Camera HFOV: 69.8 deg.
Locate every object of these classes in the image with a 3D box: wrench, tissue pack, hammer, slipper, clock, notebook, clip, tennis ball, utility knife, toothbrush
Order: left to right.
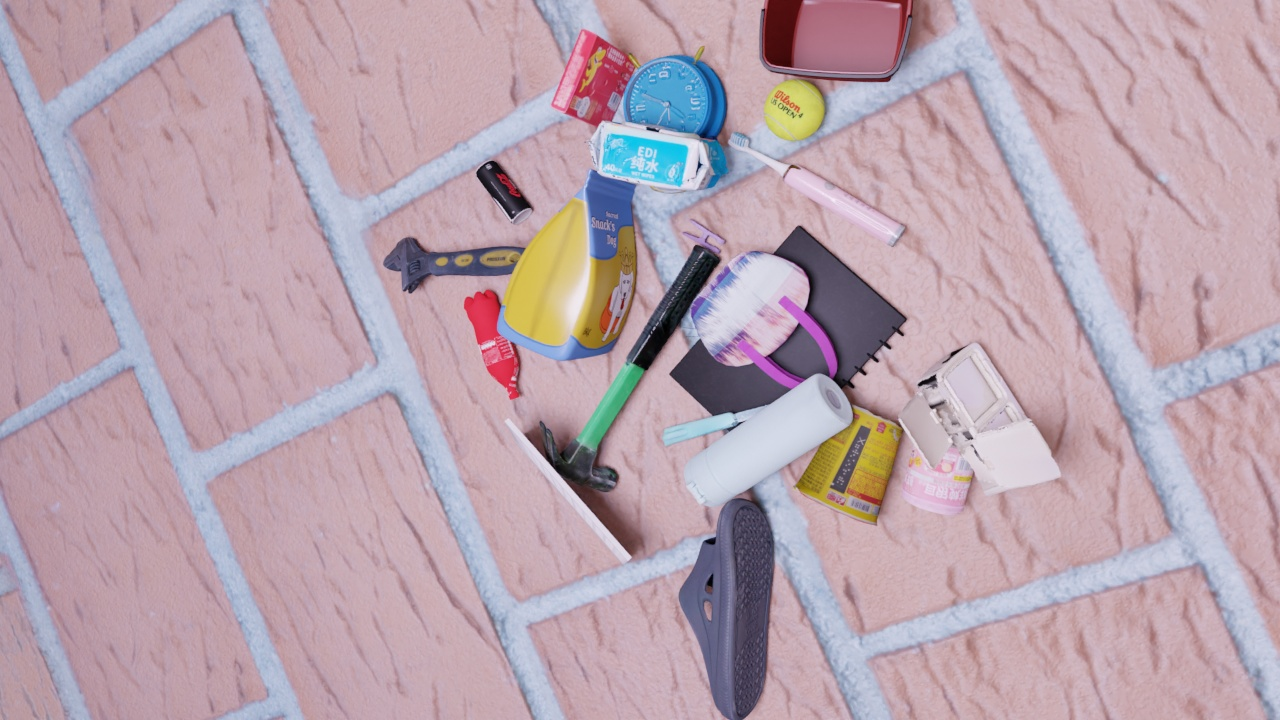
[{"bbox_3d":[-0.229,-0.120,1.129,0.274,0.022,0.073,2,78,39],"label":"wrench"},{"bbox_3d":[-0.085,0.161,1.097,0.009,0.143,0.210,-41,81,-11],"label":"notebook"},{"bbox_3d":[-0.006,0.006,1.081,0.319,0.130,0.032,-57,39,7],"label":"hammer"},{"bbox_3d":[0.017,-0.220,0.983,0.144,0.092,0.062,13,106,15],"label":"tissue pack"},{"bbox_3d":[0.037,-0.272,1.048,0.117,0.060,0.161,-2,97,18],"label":"clock"},{"bbox_3d":[0.075,-0.146,1.074,0.052,0.013,0.036,29,105,11],"label":"clip"},{"bbox_3d":[0.090,0.074,1.072,0.159,0.015,0.022,-18,87,34],"label":"utility knife"},{"bbox_3d":[0.098,0.284,1.072,0.083,0.110,0.268,6,103,34],"label":"slipper"},{"bbox_3d":[0.167,-0.012,1.054,0.169,0.019,0.232,44,107,11],"label":"notebook"},{"bbox_3d":[0.168,-0.273,1.001,0.065,0.065,0.065,2,96,18],"label":"tennis ball"},{"bbox_3d":[0.192,-0.194,1.021,0.222,0.027,0.027,34,133,12],"label":"toothbrush"}]

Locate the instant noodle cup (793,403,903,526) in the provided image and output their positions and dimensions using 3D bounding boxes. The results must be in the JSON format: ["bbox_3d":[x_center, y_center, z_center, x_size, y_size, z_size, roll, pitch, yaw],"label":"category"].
[{"bbox_3d":[0.237,0.110,1.009,0.100,0.100,0.112,24,92,15],"label":"instant noodle cup"}]

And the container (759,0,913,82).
[{"bbox_3d":[0.195,-0.346,0.913,0.148,0.200,0.127,10,98,17],"label":"container"}]

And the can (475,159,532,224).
[{"bbox_3d":[-0.170,-0.209,1.139,0.032,0.031,0.080,-40,83,18],"label":"can"}]

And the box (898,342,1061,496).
[{"bbox_3d":[0.349,0.062,0.910,0.101,0.186,0.145,-34,89,37],"label":"box"}]

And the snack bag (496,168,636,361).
[{"bbox_3d":[-0.064,-0.111,1.047,0.102,0.158,0.205,23,101,15],"label":"snack bag"}]

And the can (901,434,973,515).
[{"bbox_3d":[0.322,0.120,0.989,0.067,0.067,0.076,14,100,17],"label":"can"}]

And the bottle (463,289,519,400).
[{"bbox_3d":[-0.182,-0.018,1.157,0.042,0.041,0.141,-20,89,19],"label":"bottle"}]

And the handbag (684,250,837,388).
[{"bbox_3d":[0.146,-0.033,1.022,0.170,0.068,0.145,44,106,5],"label":"handbag"}]

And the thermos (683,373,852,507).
[{"bbox_3d":[0.135,0.094,1.017,0.207,0.077,0.065,-39,91,31],"label":"thermos"}]

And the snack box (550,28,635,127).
[{"bbox_3d":[-0.050,-0.312,1.034,0.021,0.132,0.089,29,103,14],"label":"snack box"}]
